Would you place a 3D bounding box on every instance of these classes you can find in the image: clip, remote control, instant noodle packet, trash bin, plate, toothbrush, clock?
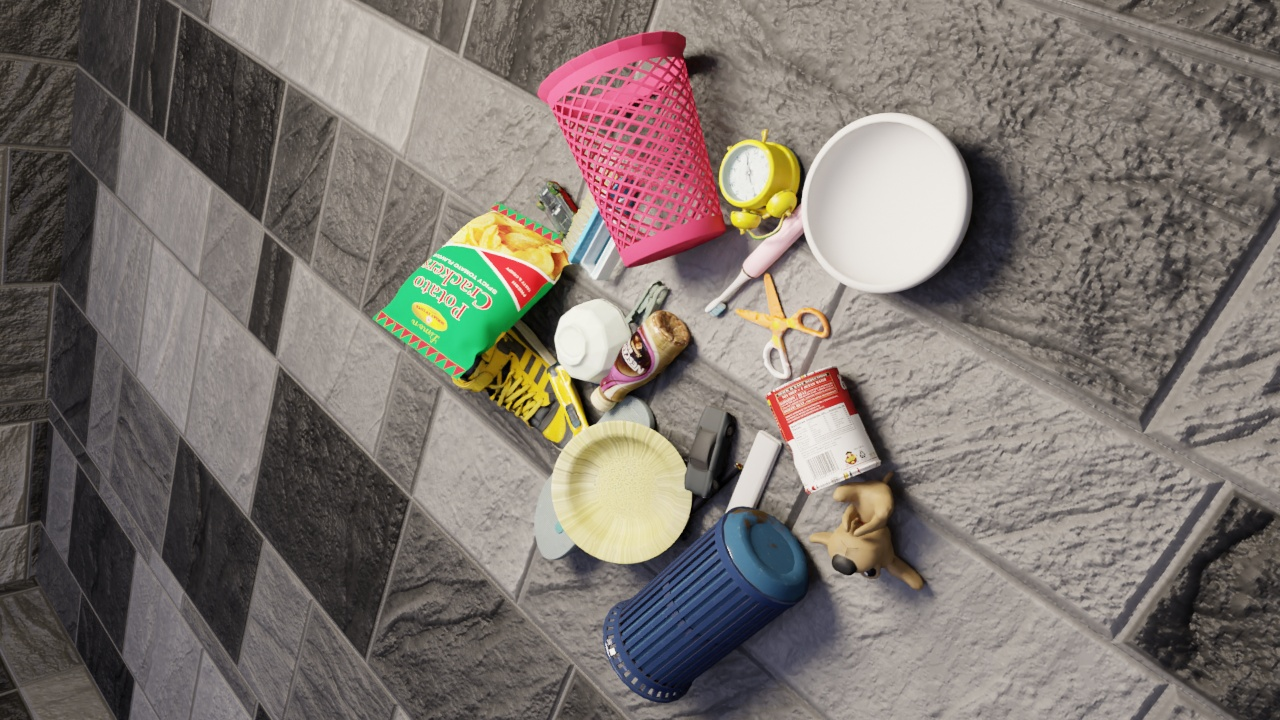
[{"bbox_3d":[0.005,-0.073,1.186,0.050,0.023,0.078,32,117,32],"label":"clip"},{"bbox_3d":[0.135,0.147,1.112,0.033,0.012,0.131,34,117,32],"label":"remote control"},{"bbox_3d":[-0.224,-0.105,1.270,0.196,0.252,0.090,31,159,33],"label":"instant noodle packet"},{"bbox_3d":[0.080,0.289,1.100,0.250,0.139,0.139,-48,66,32],"label":"trash bin"},{"bbox_3d":[-0.022,0.168,1.190,0.184,0.036,0.184,1,94,13],"label":"plate"},{"bbox_3d":[0.146,-0.123,1.057,0.026,0.027,0.223,38,126,-8],"label":"toothbrush"},{"bbox_3d":[0.136,-0.194,1.033,0.083,0.057,0.118,-17,79,40],"label":"clock"}]

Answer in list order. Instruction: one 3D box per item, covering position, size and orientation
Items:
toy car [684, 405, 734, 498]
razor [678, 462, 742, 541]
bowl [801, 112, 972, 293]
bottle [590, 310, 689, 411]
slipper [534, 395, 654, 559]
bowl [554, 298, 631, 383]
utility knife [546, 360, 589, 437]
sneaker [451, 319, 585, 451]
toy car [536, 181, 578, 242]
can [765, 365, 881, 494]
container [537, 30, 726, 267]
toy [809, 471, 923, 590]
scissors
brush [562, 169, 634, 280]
[{"bbox_3d":[0.082,0.112,1.127,0.046,0.034,0.112,17,94,42],"label":"toy car"},{"bbox_3d":[0.079,0.174,1.157,0.043,0.022,0.145,53,125,20],"label":"razor"},{"bbox_3d":[0.255,-0.157,0.931,0.177,0.066,0.176,7,100,40],"label":"bowl"},{"bbox_3d":[-0.007,0.007,1.181,0.166,0.059,0.059,-46,67,34],"label":"bottle"},{"bbox_3d":[-0.063,0.159,1.267,0.098,0.054,0.269,43,110,31],"label":"slipper"},{"bbox_3d":[-0.073,-0.024,1.234,0.118,0.061,0.117,6,99,40],"label":"bowl"},{"bbox_3d":[-0.083,0.086,1.245,0.031,0.017,0.191,-33,75,25],"label":"utility knife"},{"bbox_3d":[-0.178,0.036,1.292,0.238,0.121,0.086,52,127,23],"label":"sneaker"},{"bbox_3d":[-0.106,-0.202,1.252,0.042,0.036,0.091,-45,67,35],"label":"toy car"},{"bbox_3d":[0.198,0.076,1.000,0.087,0.086,0.116,-32,75,39],"label":"can"},{"bbox_3d":[0.005,-0.236,1.077,0.184,0.182,0.225,-19,91,40],"label":"container"},{"bbox_3d":[0.240,0.181,0.979,0.134,0.105,0.108,21,120,33],"label":"toy"},{"bbox_3d":[0.160,-0.035,1.066,0.125,0.011,0.128,21,109,36],"label":"scissors"},{"bbox_3d":[-0.043,-0.177,1.189,0.075,0.055,0.136,49,124,30],"label":"brush"}]
